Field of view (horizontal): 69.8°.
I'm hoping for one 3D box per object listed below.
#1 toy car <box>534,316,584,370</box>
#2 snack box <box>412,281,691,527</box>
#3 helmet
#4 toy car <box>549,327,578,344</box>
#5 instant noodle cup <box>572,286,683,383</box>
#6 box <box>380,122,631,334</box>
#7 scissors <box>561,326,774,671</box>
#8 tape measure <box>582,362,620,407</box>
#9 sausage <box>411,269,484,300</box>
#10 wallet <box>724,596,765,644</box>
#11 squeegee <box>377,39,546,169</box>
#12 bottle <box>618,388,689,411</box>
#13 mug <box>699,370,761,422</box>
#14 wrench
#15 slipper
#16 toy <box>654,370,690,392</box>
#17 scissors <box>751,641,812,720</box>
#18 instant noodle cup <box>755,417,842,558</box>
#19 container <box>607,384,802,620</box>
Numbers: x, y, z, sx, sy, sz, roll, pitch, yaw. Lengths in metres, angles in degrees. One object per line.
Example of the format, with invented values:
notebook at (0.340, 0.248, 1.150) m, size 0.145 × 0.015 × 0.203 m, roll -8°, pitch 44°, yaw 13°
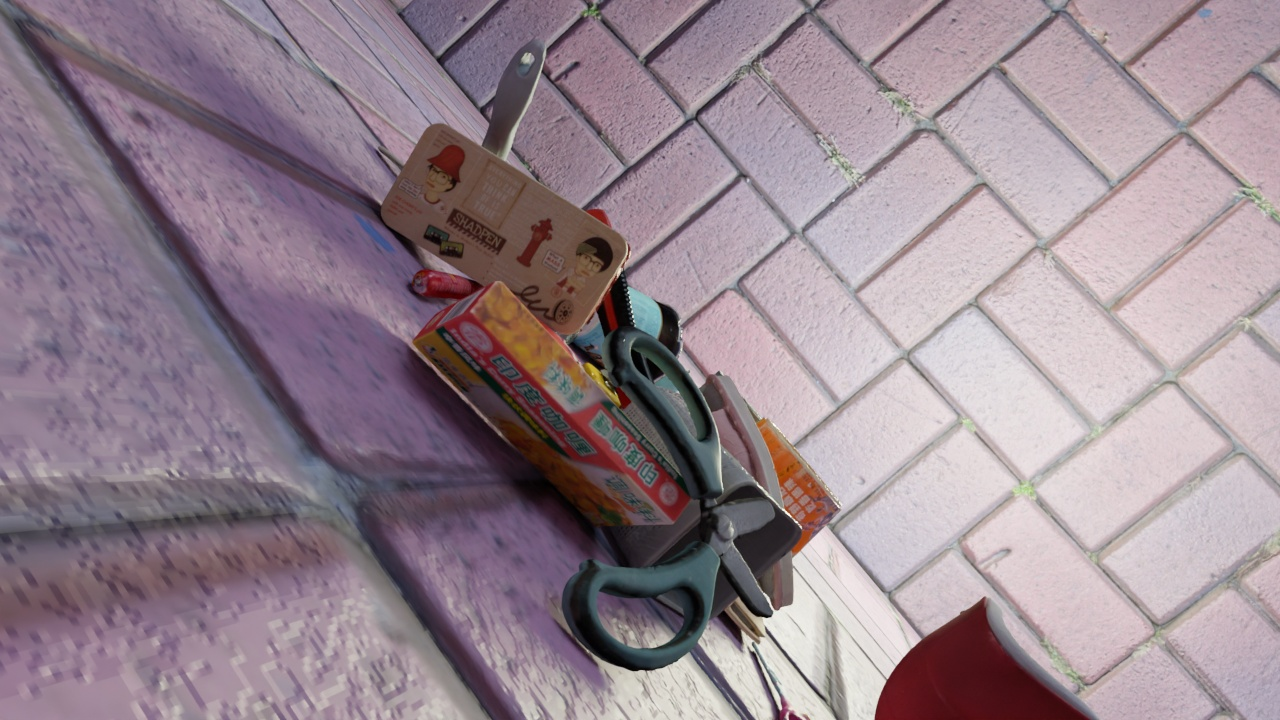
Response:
toy car at (-0.064, 0.008, 0.644) m, size 0.120 × 0.045 × 0.053 m, roll 47°, pitch 7°, yaw -48°
snack box at (-0.047, 0.030, 0.493) m, size 0.156 × 0.027 × 0.077 m, roll 48°, pitch -33°, yaw -17°
helmet at (0.260, 0.311, 0.678) m, size 0.240 × 0.144 × 0.207 m, roll 63°, pitch -1°, yaw -27°
toy car at (-0.089, -0.037, 0.819) m, size 0.043 × 0.034 × 0.090 m, roll 55°, pitch 7°, yaw 22°
instant noodle cup at (-0.030, -0.039, 1.024) m, size 0.120 × 0.111 × 0.111 m, roll 31°, pitch 17°, yaw -45°
box at (-0.094, -0.097, 0.685) m, size 0.168 × 0.091 × 0.079 m, roll 32°, pitch 6°, yaw -2°
scissors at (0.008, 0.064, 0.452) m, size 0.173 × 0.019 × 0.170 m, roll -16°, pitch 79°, yaw -51°
tape measure at (-0.036, 0.027, 0.832) m, size 0.060 × 0.029 × 0.057 m, roll 47°, pitch 5°, yaw -32°
sausage at (-0.131, -0.051, 0.645) m, size 0.020 × 0.020 × 0.156 m, roll 50°, pitch 5°, yaw 3°
wallet at (0.050, 0.153, 0.676) m, size 0.115 × 0.024 × 0.087 m, roll 50°, pitch 6°, yaw -6°
squeegee at (-0.117, -0.158, 0.735) m, size 0.246 × 0.039 × 0.247 m, roll 41°, pitch -33°, yaw 2°
bottle at (0.025, 0.055, 0.849) m, size 0.060 × 0.060 × 0.206 m, roll 50°, pitch 12°, yaw 7°
mug at (0.084, 0.082, 1.045) m, size 0.083 × 0.103 × 0.124 m, roll 52°, pitch 5°, yaw 30°
wrench at (-0.004, 0.004, 0.744) m, size 0.016 × 0.056 × 0.273 m, roll 30°, pitch 39°, yaw -79°
slipper at (0.079, 0.104, 0.799) m, size 0.274 × 0.054 × 0.114 m, roll -103°, pitch -174°, yaw -57°
toy at (0.001, -0.011, 1.123) m, size 0.156 × 0.049 × 0.161 m, roll 9°, pitch -68°, yaw 52°
scissors at (0.099, 0.227, 0.606) m, size 0.063 × 0.017 × 0.135 m, roll 48°, pitch 1°, yaw -16°
instant noodle cup at (0.125, 0.137, 0.934) m, size 0.151 × 0.111 × 0.151 m, roll 49°, pitch 5°, yaw -6°
container at (0.025, 0.086, 0.584) m, size 0.090 × 0.090 × 0.114 m, roll 45°, pitch 4°, yaw -45°
